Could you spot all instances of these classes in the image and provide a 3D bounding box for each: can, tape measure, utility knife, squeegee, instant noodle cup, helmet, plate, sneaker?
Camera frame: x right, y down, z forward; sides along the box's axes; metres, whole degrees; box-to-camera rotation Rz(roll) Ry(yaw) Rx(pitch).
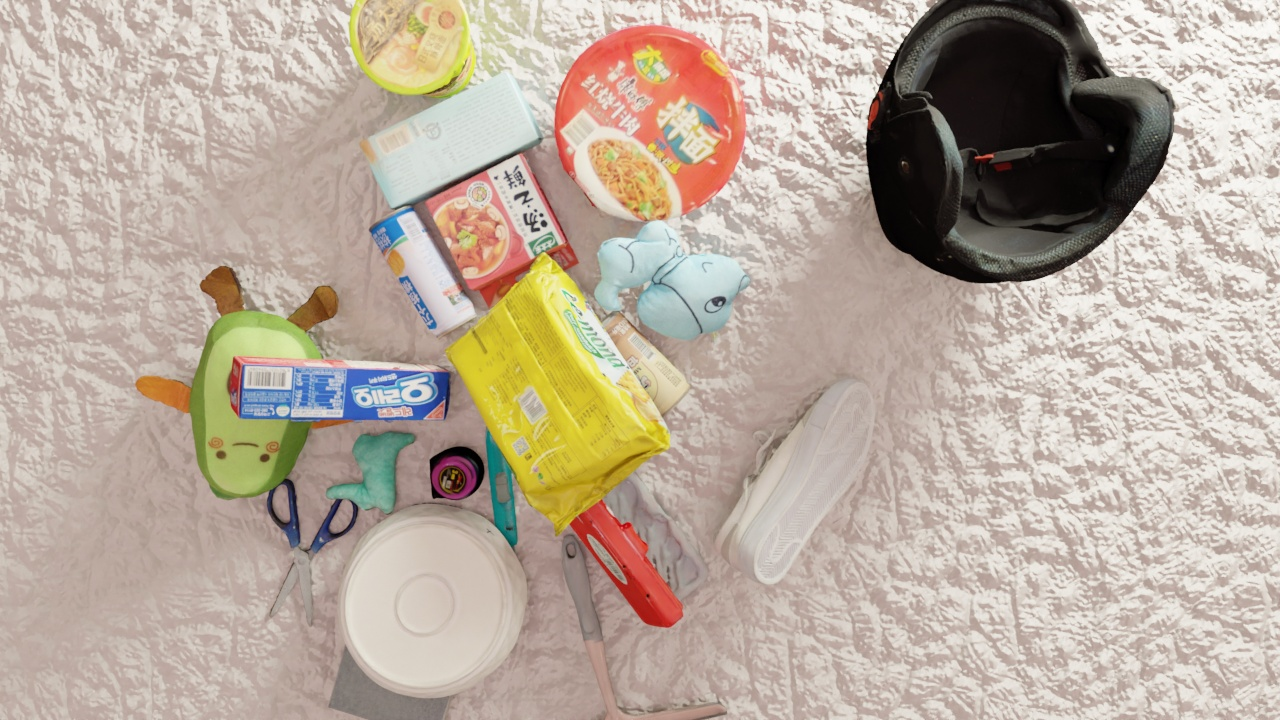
[{"bbox_3d":[-0.226,-0.091,0.961,0.053,0.053,0.134,-30,96,3],"label":"can"},{"bbox_3d":[-0.198,0.122,0.994,0.058,0.039,0.057,-4,97,5],"label":"tape measure"},{"bbox_3d":[-0.006,0.006,0.971,0.058,0.058,0.116,-44,95,4],"label":"can"},{"bbox_3d":[-0.150,0.151,1.010,0.029,0.013,0.187,-4,97,7],"label":"utility knife"},{"bbox_3d":[-0.050,0.315,1.018,0.248,0.040,0.249,-14,96,2],"label":"squeegee"},{"bbox_3d":[-0.211,-0.308,0.901,0.112,0.123,0.112,0,97,1],"label":"instant noodle cup"},{"bbox_3d":[0.328,-0.205,0.866,0.233,0.230,0.274,-6,87,-9],"label":"helmet"},{"bbox_3d":[-0.226,0.258,0.981,0.205,0.045,0.204,0,84,-1],"label":"plate"},{"bbox_3d":[0.008,-0.238,0.940,0.194,0.066,0.194,0,96,-1],"label":"instant noodle cup"},{"bbox_3d":[0.161,0.121,0.984,0.089,0.091,0.242,43,75,-34],"label":"sneaker"}]

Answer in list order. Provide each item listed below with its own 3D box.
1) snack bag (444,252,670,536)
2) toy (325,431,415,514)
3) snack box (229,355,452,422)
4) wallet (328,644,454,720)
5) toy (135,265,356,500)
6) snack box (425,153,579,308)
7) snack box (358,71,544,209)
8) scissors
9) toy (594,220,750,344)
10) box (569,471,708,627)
[{"bbox_3d":[-0.091,0.033,0.914,0.158,0.068,0.246,-40,68,16],"label":"snack bag"},{"bbox_3d":[-0.293,0.124,0.996,0.096,0.030,0.092,-2,95,-9],"label":"toy"},{"bbox_3d":[-0.298,0.029,0.926,0.207,0.058,0.057,2,97,-32],"label":"snack box"},{"bbox_3d":[-0.271,0.359,1.023,0.130,0.037,0.107,19,105,-1],"label":"wallet"},{"bbox_3d":[-0.400,0.031,0.955,0.227,0.090,0.247,8,92,-7],"label":"toy"},{"bbox_3d":[-0.143,-0.133,0.961,0.113,0.044,0.127,-27,96,3],"label":"snack box"},{"bbox_3d":[-0.194,-0.224,0.946,0.175,0.051,0.074,-25,98,3],"label":"snack box"},{"bbox_3d":[-0.376,0.206,1.016,0.162,0.012,0.163,-38,96,3],"label":"scissors"},{"bbox_3d":[0.036,-0.076,0.954,0.161,0.050,0.156,-25,121,-5],"label":"toy"},{"bbox_3d":[-0.009,0.181,0.992,0.098,0.095,0.201,-39,95,-26],"label":"box"}]
